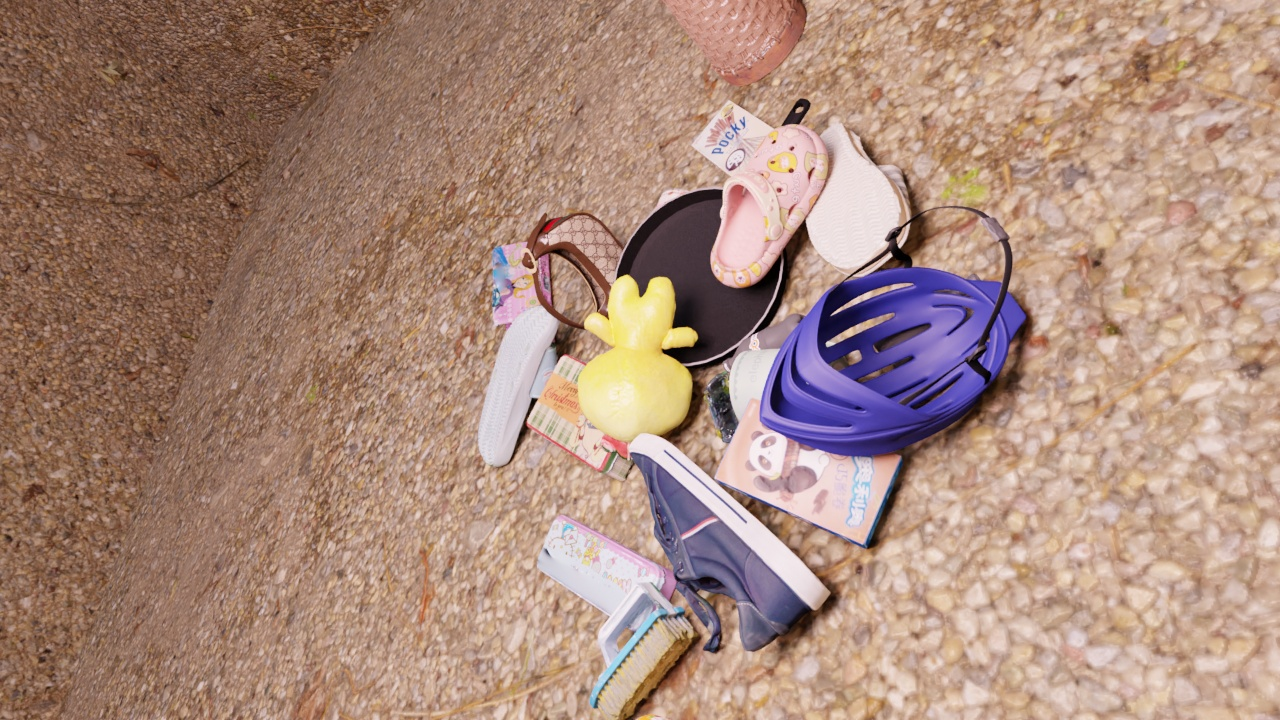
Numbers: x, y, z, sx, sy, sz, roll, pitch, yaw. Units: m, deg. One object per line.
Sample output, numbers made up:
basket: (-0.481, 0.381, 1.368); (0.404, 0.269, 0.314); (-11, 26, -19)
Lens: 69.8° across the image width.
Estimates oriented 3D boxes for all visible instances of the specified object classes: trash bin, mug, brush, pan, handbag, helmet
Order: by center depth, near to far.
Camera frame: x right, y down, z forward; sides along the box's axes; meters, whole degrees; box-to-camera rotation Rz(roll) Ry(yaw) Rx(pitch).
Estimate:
helmet: (0.214, -0.024, 0.763); (0.241, 0.228, 0.147); (-21, 62, -9)
brush: (-0.011, 0.296, 0.922); (0.075, 0.055, 0.136); (44, 106, 32)
mug: (0.161, 0.018, 0.928); (0.104, 0.084, 0.111); (-6, 34, 37)
pan: (0.105, -0.153, 1.095); (0.225, 0.034, 0.356); (35, 93, 35)
handbag: (-0.086, -0.120, 1.236); (0.063, 0.166, 0.138); (-6, 43, 48)
trash bin: (0.106, -0.500, 1.256); (0.152, 0.210, 0.151); (-30, 44, 34)

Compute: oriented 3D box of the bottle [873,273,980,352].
bottle: (0.274, -0.045, 0.875); (0.113, 0.030, 0.030); (-38, 40, 25)

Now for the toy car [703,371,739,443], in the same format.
toy car: (0.097, 0.053, 1.012); (0.039, 0.027, 0.089); (-43, 40, 26)

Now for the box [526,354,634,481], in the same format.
box: (-0.063, 0.069, 1.172); (0.206, 0.050, 0.117); (25, 83, 55)

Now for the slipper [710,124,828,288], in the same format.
slipper: (0.133, -0.177, 1.015); (0.093, 0.081, 0.197); (27, 93, 38)

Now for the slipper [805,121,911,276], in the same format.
slipper: (0.231, -0.178, 1.006); (0.115, 0.054, 0.272); (-42, 30, 23)

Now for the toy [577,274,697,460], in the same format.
toy: (-0.006, 0.006, 1.041); (0.134, 0.092, 0.207); (4, 77, 14)

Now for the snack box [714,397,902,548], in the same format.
snack box: (0.154, 0.102, 0.849); (0.151, 0.034, 0.087); (22, 80, 24)

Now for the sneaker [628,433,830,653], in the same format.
sneaker: (0.052, 0.181, 0.909); (0.127, 0.121, 0.294); (-44, 39, -3)

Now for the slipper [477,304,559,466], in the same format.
slipper: (-0.165, 0.037, 1.299); (0.104, 0.074, 0.245); (35, 108, 55)

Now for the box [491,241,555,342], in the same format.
box: (-0.188, -0.098, 1.417); (0.085, 0.077, 0.230); (-36, 41, 27)

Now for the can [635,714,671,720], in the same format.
can: (0.046, 0.364, 0.798); (0.143, 0.079, 0.079); (-3, 62, 48)

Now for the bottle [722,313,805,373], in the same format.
bottle: (0.137, -0.015, 1.008); (0.110, 0.036, 0.036); (-30, 44, 33)

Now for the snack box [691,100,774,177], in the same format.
snack box: (0.131, -0.290, 1.227); (0.082, 0.026, 0.150); (-51, 37, 11)

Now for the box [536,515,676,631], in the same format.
box: (-0.046, 0.237, 1.037); (0.214, 0.036, 0.076); (14, 75, 53)

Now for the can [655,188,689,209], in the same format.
can: (0.047, -0.176, 1.207); (0.067, 0.067, 0.076); (-3, 61, 48)
